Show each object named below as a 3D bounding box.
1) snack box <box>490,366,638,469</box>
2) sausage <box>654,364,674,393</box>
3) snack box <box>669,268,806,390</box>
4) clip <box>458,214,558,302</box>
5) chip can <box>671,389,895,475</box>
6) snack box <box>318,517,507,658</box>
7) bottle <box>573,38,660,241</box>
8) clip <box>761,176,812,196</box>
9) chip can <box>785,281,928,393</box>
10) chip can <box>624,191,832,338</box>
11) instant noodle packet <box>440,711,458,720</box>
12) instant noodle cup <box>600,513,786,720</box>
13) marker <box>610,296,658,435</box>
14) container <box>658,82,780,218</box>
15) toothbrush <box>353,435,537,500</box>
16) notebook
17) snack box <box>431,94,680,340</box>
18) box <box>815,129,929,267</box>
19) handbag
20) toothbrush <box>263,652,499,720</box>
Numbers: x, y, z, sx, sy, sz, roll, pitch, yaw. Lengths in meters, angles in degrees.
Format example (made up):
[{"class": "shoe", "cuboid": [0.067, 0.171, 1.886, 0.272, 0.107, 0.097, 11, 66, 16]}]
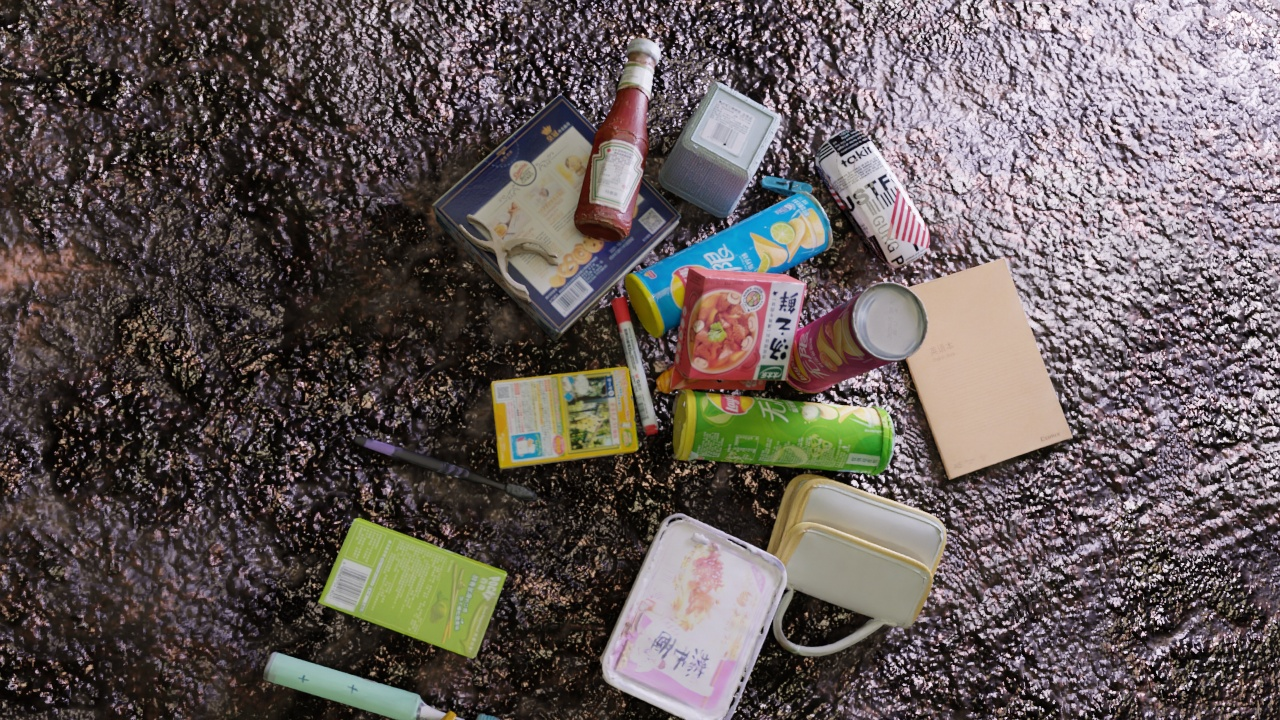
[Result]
[{"class": "snack box", "cuboid": [-0.076, 0.057, 0.919, 0.140, 0.034, 0.087, -7, 82, -8]}, {"class": "sausage", "cuboid": [0.077, -0.019, 0.957, 0.165, 0.021, 0.021, -41, 89, -12]}, {"class": "snack box", "cuboid": [0.096, -0.023, 0.910, 0.113, 0.044, 0.127, 1, 108, -23]}, {"class": "clip", "cuboid": [-0.120, -0.110, 0.892, 0.094, 0.035, 0.102, -29, 79, -7]}, {"class": "chip can", "cuboid": [0.144, 0.073, 0.927, 0.221, 0.073, 0.072, 6, 80, -7]}, {"class": "snack box", "cuboid": [-0.215, 0.217, 0.876, 0.156, 0.026, 0.085, 21, 79, -4]}, {"class": "bottle", "cuboid": [-0.018, -0.221, 0.910, 0.060, 0.060, 0.206, 14, 78, -6]}, {"class": "clip", "cuboid": [0.158, -0.188, 0.996, 0.057, 0.049, 0.015, 14, 82, 3]}, {"class": "chip can", "cuboid": [0.196, -0.017, 0.878, 0.071, 0.211, 0.071, 1, 80, -8]}, {"class": "chip can", "cuboid": [0.092, -0.100, 0.947, 0.210, 0.071, 0.071, -27, 86, -12]}, {"class": "instant noodle packet", "cuboid": [-0.144, 0.388, 0.841, 0.128, 0.044, 0.111, 25, 106, -3]}, {"class": "instant noodle cup", "cuboid": [0.050, 0.250, 0.893, 0.138, 0.060, 0.173, 26, 80, -4]}, {"class": "marker", "cuboid": [-0.006, 0.006, 0.944, 0.017, 0.017, 0.145, -13, 84, -10]}, {"class": "container", "cuboid": [0.082, -0.217, 0.943, 0.090, 0.111, 0.089, 28, 78, -3]}, {"class": "toothbrush", "cuboid": [-0.192, 0.106, 0.903, 0.189, 0.017, 0.014, 19, 79, -3]}, {"class": "notebook", "cuboid": [0.367, 0.008, 1.001, 0.149, 0.012, 0.211, -17, 84, -9]}, {"class": "snack box", "cuboid": [-0.084, -0.147, 0.941, 0.177, 0.046, 0.182, -44, 90, -12]}, {"class": "box", "cuboid": [0.253, -0.175, 0.990, 0.071, 0.060, 0.164, -34, 87, -28]}, {"class": "handbag", "cuboid": [0.208, 0.218, 0.924, 0.163, 0.063, 0.178, 20, 83, -3]}, {"class": "toothbrush", "cuboid": [-0.240, 0.317, 0.857, 0.224, 0.027, 0.027, 19, 57, -5]}]
